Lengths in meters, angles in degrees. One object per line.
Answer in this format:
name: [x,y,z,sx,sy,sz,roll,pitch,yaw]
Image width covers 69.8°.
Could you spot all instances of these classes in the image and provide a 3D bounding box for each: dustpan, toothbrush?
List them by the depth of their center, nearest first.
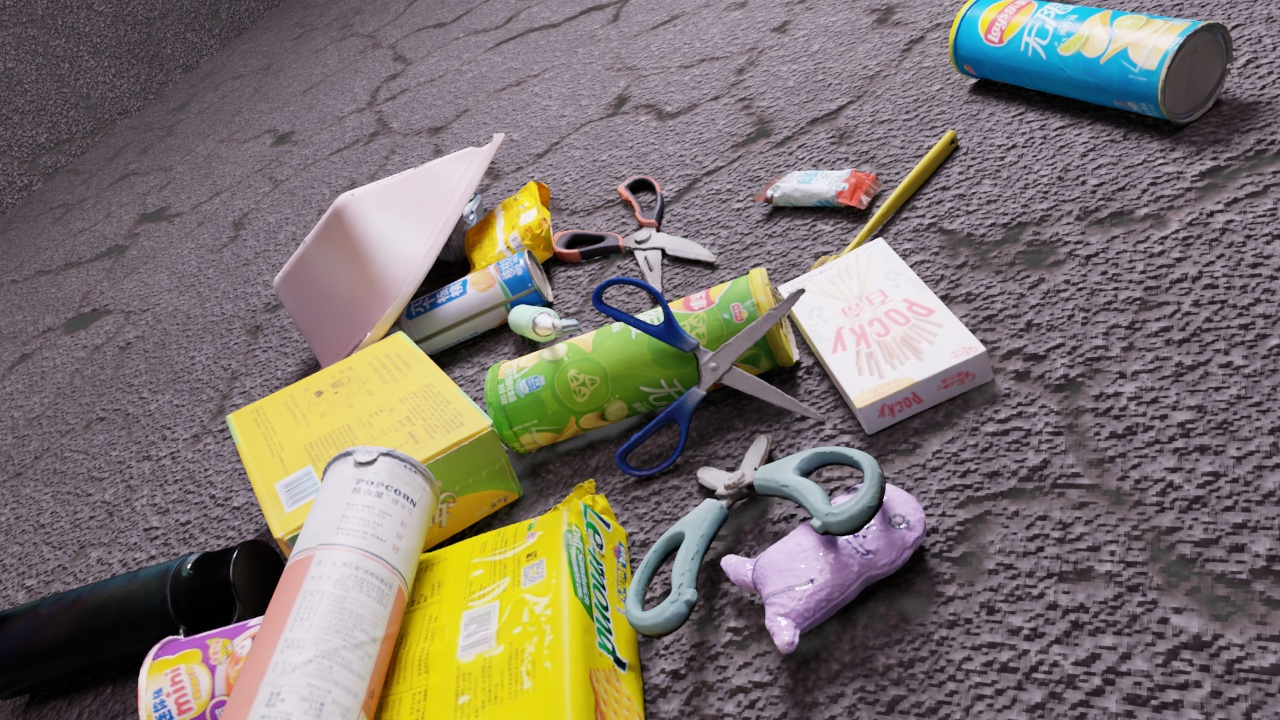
toothbrush: [-0.078,-0.029,0.706,0.027,0.026,0.224,-11,6,-13]
toothbrush: [0.194,-0.122,0.722,0.189,0.016,0.017,-45,32,-22]
dustpan: [-0.233,-0.081,0.897,0.223,0.139,0.272,-36,-1,42]

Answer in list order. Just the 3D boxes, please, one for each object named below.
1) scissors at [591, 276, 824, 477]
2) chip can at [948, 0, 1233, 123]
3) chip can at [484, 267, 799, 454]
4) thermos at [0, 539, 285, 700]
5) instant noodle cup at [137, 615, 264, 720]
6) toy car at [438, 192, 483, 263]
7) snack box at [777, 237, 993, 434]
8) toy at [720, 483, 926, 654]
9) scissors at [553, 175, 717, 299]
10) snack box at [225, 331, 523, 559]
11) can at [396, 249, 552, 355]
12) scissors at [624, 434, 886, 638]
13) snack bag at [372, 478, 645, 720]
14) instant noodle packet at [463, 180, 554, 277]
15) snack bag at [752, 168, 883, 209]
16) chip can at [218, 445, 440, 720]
scissors: [0.037,0.009,0.599,0.162,0.173,0.012,-63,-7,9]
chip can: [0.342,-0.242,0.721,0.071,0.071,0.210,-35,36,-8]
chip can: [-0.004,0.004,0.651,0.221,0.072,0.072,-20,36,13]
thermos: [-0.381,0.197,0.669,0.243,0.068,0.089,-18,32,15]
instant noodle cup: [-0.214,0.196,0.535,0.099,0.112,0.111,-21,35,-6]
toy car: [-0.192,-0.144,0.993,0.034,0.043,0.090,15,51,10]
snack box: [0.157,-0.022,0.613,0.085,0.027,0.156,-26,34,4]
toy: [0.101,0.102,0.487,0.108,0.039,0.084,-35,27,-6]
scissors: [-0.007,-0.117,0.855,0.227,0.015,0.188,1,44,34]
snack box: [-0.204,0.069,0.684,0.157,0.070,0.210,-29,32,-20]
can: [-0.151,-0.051,0.835,0.135,0.053,0.053,-23,35,8]
scissors: [0.068,0.082,0.505,0.182,0.019,0.169,-24,18,38]
snack bag: [-0.079,0.175,0.495,0.158,0.068,0.246,-22,35,9]
instant noodle packet: [-0.129,-0.116,0.904,0.111,0.044,0.128,-37,30,14]
snack bag: [0.148,-0.143,0.770,0.104,0.026,0.048,7,42,41]
chip can: [-0.160,0.142,0.469,0.071,0.071,0.214,-18,35,15]
